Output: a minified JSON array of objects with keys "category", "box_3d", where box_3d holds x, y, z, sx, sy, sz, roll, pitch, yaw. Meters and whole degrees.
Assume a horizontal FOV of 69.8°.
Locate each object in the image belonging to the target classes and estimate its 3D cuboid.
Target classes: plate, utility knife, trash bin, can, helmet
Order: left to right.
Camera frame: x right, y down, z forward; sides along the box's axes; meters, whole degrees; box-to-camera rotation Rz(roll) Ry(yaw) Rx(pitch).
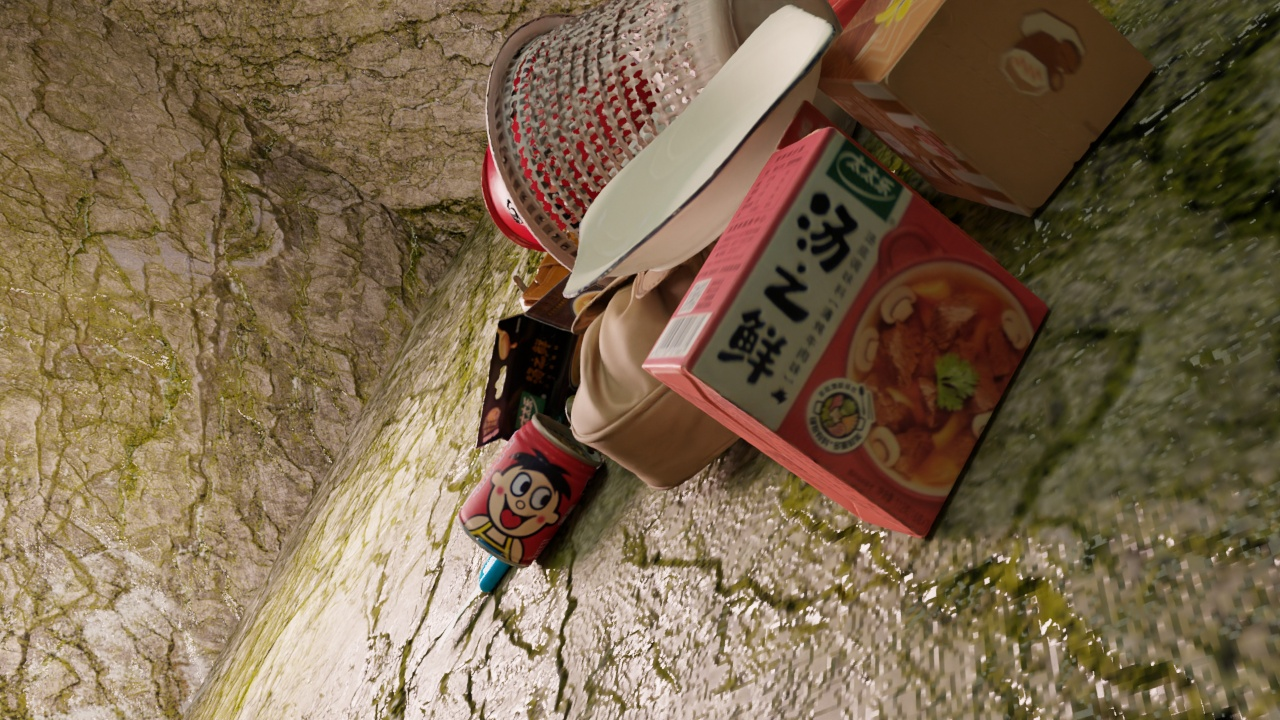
[{"category":"utility knife","box_3d":[-0.101,0.142,0.713,0.208,0.018,0.034,-56,17,4]},{"category":"can","box_3d":[-0.078,0.092,0.657,0.094,0.066,0.066,-54,17,5]},{"category":"helmet","box_3d":[-0.042,-0.215,0.935,0.144,0.207,0.240,25,84,56]},{"category":"trash bin","box_3d":[0.035,-0.181,0.652,0.193,0.227,0.226,-17,40,45]},{"category":"plate","box_3d":[0.031,-0.095,0.442,0.164,0.034,0.164,-43,18,19]}]

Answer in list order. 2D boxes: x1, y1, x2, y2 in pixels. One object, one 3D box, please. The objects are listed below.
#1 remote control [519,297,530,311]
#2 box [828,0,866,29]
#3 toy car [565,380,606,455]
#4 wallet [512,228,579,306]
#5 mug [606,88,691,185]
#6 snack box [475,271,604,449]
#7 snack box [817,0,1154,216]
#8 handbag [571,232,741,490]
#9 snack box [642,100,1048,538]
[{"category":"remote control","box_3d":[-0.050,-0.088,0.885,0.058,0.021,0.149,-7,24,44]},{"category":"box","box_3d":[0.159,-0.297,0.783,0.161,0.050,0.200,-47,17,38]},{"category":"toy car","box_3d":[-0.004,0.004,0.644,0.070,0.042,0.157,-15,36,23]},{"category":"wallet","box_3d":[-0.041,-0.078,0.809,0.130,0.119,0.035,-70,-17,-53]},{"category":"mug","box_3d":[0.030,-0.178,0.856,0.103,0.083,0.124,-54,-6,-6]},{"category":"snack box","box_3d":[-0.069,0.003,0.709,0.125,0.053,0.113,-55,-18,-60]},{"category":"snack box","box_3d":[0.145,-0.128,0.408,0.077,0.092,0.094,-52,16,10]},{"category":"handbag","box_3d":[0.042,-0.033,0.500,0.205,0.100,0.147,-43,25,19]},{"category":"snack box","box_3d":[0.083,-0.019,0.340,0.127,0.113,0.044,-59,15,-11]}]
